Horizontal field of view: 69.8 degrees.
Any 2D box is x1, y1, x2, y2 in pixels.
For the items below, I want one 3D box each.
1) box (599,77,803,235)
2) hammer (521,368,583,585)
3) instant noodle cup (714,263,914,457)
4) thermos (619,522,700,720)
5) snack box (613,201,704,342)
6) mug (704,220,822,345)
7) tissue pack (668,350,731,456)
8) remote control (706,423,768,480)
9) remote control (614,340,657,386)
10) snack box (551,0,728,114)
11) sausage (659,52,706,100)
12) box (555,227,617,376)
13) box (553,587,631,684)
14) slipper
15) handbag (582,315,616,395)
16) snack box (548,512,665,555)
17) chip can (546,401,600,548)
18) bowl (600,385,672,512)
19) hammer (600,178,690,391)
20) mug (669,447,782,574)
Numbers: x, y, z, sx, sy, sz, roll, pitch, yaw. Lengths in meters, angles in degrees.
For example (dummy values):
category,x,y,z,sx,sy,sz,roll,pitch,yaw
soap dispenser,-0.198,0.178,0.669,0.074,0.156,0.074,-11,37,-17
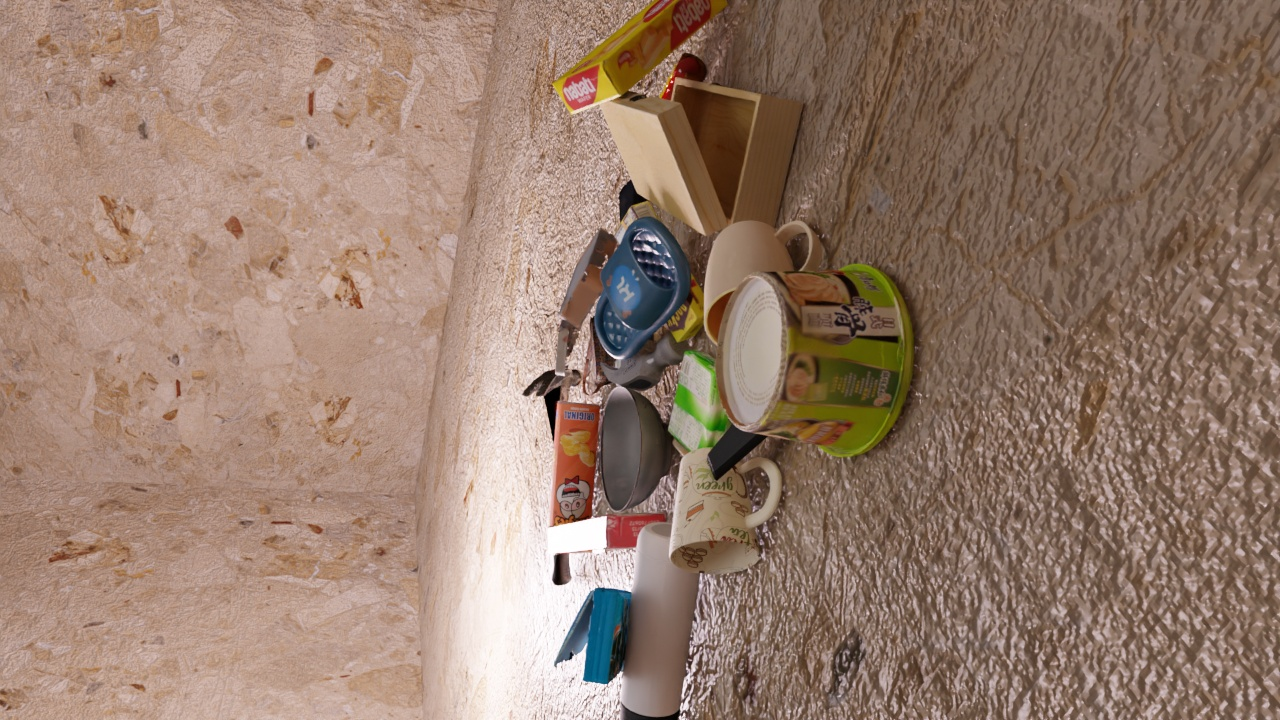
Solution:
category,x,y,z,sx,sy,sz,roll,pitch,yaw
box,0.049,-0.213,0.932,0.248,0.148,0.141,-128,35,-65
hammer,-0.126,0.176,1.381,0.140,0.036,0.326,-5,-86,-67
instant noodle cup,0.122,-0.004,0.681,0.146,0.097,0.146,-175,91,-71
thermos,0.014,0.288,0.936,0.101,0.068,0.230,-16,-66,-71
snack box,0.024,-0.097,1.006,0.149,0.025,0.061,60,150,14
mug,0.107,-0.074,0.791,0.112,0.085,0.104,-34,35,31
tissue pack,0.063,0.047,0.939,0.114,0.034,0.099,-139,59,-68
remote control,0.100,0.055,0.798,0.125,0.010,0.039,-49,34,24
remote control,-0.007,0.007,1.167,0.133,0.022,0.050,161,113,-69
snack box,0.002,-0.342,0.987,0.092,0.042,0.200,0,41,52
sausage,0.035,-0.302,1.104,0.156,0.040,0.040,124,146,-54
box,-0.080,-0.084,1.262,0.216,0.063,0.157,-83,5,-64
box,-0.046,0.294,1.003,0.243,0.066,0.090,77,-161,-75
slipper,-0.012,-0.074,0.989,0.103,0.059,0.214,61,148,18
handbag,-0.060,0.010,1.325,0.196,0.043,0.093,116,150,-64
snack box,-0.050,0.222,1.156,0.274,0.076,0.044,148,122,-66
chip can,-0.097,0.166,1.323,0.062,0.062,0.210,175,100,-71
bowl,-0.001,0.103,1.068,0.151,0.056,0.150,-178,91,-72
hammer,-0.001,-0.105,1.135,0.140,0.035,0.311,-37,44,43
mug,0.080,0.128,0.833,0.122,0.081,0.097,-33,43,40
